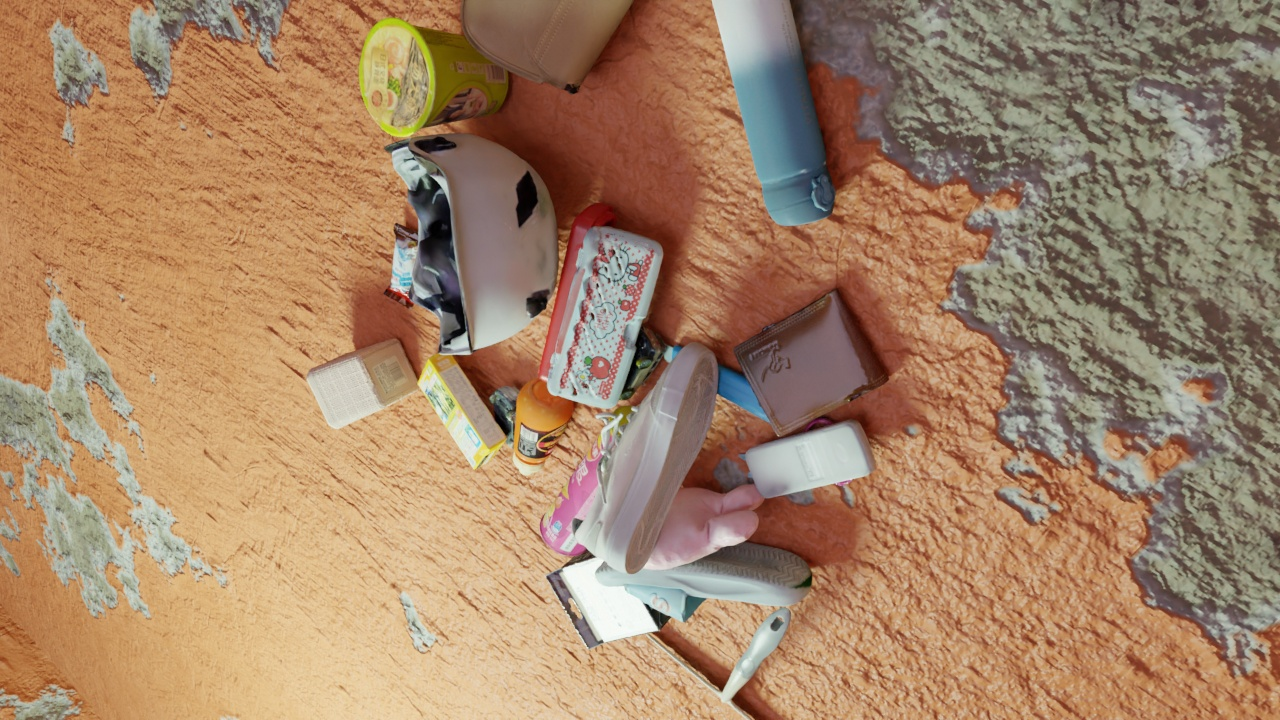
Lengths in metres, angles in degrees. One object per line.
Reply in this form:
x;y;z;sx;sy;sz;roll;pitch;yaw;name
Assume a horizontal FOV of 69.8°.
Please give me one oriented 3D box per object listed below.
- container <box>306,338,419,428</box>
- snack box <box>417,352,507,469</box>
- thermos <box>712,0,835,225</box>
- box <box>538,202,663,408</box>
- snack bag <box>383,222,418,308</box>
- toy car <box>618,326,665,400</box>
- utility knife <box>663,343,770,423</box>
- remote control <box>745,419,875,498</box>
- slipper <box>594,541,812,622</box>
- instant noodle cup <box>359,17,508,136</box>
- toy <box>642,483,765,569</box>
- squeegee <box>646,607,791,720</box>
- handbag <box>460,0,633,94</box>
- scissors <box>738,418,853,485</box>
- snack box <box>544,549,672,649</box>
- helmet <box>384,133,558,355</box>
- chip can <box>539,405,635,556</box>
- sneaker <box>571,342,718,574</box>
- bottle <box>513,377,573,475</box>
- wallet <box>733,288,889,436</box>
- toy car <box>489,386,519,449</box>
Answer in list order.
-0.369;0.028;1.234;0.111;0.089;0.090;-17;100;37;container
-0.228;0.063;1.163;0.140;0.033;0.087;53;149;7;snack box
0.116;-0.226;0.786;0.070;0.070;0.220;-7;106;38;thermos
-0.038;-0.052;0.964;0.101;0.095;0.202;21;119;8;box
-0.297;-0.119;1.155;0.048;0.026;0.104;26;125;10;snack bag
-0.006;0.006;0.992;0.091;0.035;0.042;-57;47;37;toy car
0.086;0.021;0.950;0.159;0.018;0.034;28;112;24;utility knife
0.165;0.098;0.904;0.136;0.020;0.056;-23;88;41;remote control
0.069;0.242;1.009;0.246;0.103;0.074;0;105;28;slipper
-0.205;-0.290;0.945;0.112;0.123;0.112;12;111;34;instant noodle cup
0.058;0.174;0.976;0.160;0.121;0.054;-16;113;29;toy
0.118;0.345;1.024;0.246;0.039;0.247;36;140;17;squeegee
-0.072;-0.357;0.844;0.148;0.099;0.205;44;129;2;handbag
0.152;0.091;0.938;0.138;0.017;0.083;-2;110;40;scissors
-0.038;0.288;1.136;0.126;0.053;0.113;-27;94;41;snack box
-0.159;-0.126;0.954;0.259;0.145;0.229;36;136;56;helmet
-0.047;0.144;1.066;0.071;0.071;0.211;44;129;12;chip can
0.001;0.089;0.935;0.091;0.089;0.242;23;92;29;sneaker
-0.125;0.087;1.105;0.067;0.066;0.150;36;134;17;bottle
0.159;0.003;0.873;0.125;0.032;0.101;-31;86;30;wallet
-0.162;0.070;1.137;0.043;0.034;0.091;36;141;28;toy car
